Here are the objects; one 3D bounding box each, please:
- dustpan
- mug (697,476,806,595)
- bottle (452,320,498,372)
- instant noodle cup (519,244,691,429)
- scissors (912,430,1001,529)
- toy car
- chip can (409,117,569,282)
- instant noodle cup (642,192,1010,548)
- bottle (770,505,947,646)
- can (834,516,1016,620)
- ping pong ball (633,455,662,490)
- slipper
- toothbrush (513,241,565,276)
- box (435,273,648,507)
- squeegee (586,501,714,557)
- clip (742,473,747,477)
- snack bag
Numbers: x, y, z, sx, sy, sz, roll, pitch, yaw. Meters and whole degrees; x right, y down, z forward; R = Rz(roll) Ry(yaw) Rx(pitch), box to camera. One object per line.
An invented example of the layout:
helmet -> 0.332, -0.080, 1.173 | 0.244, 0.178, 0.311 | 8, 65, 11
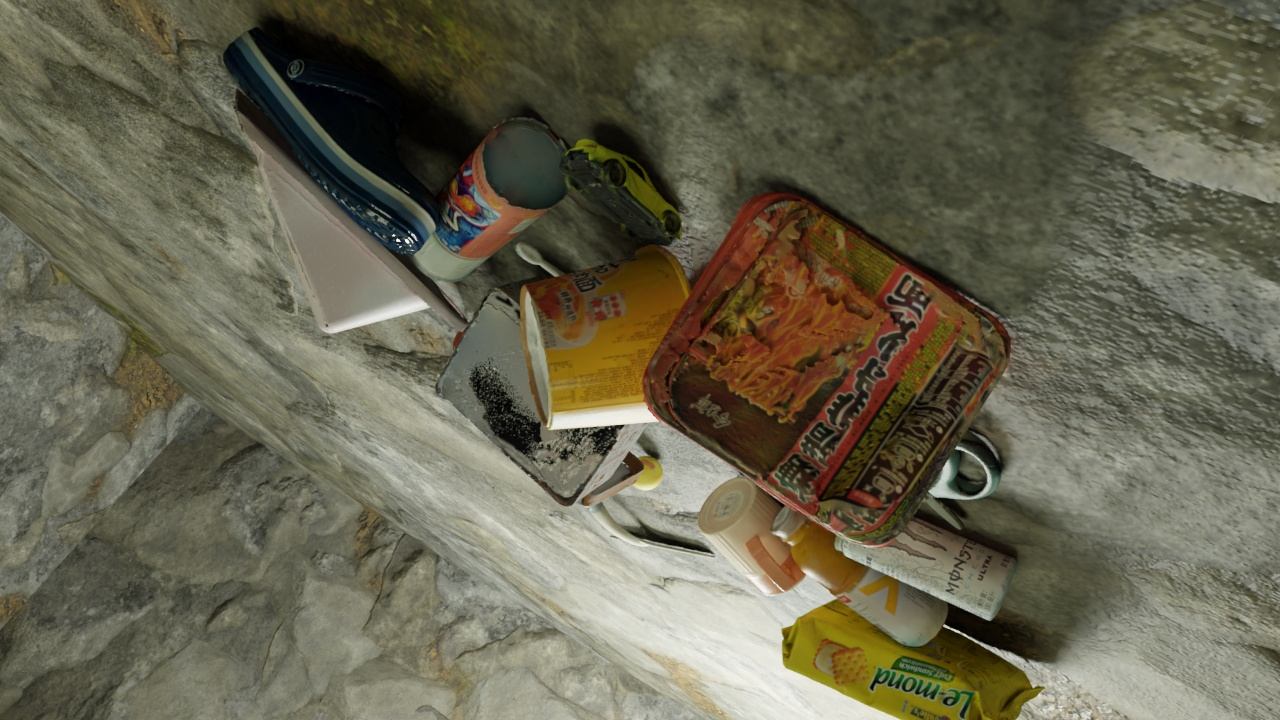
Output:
dustpan -> -0.268, -0.139, 0.867 | 0.222, 0.138, 0.274 | -136, 30, -57
mug -> 0.125, 0.191, 0.962 | 0.106, 0.082, 0.114 | 47, -171, -22
bottle -> -0.135, 0.035, 1.057 | 0.060, 0.059, 0.206 | 10, 147, 44
instant noodle cup -> -0.027, -0.011, 0.683 | 0.138, 0.109, 0.138 | 170, 91, -76
scissors -> 0.222, 0.083, 0.730 | 0.170, 0.019, 0.182 | 41, 155, -12
toy car -> -0.009, -0.116, 0.637 | 0.048, 0.032, 0.105 | 6, 156, 47
chip can -> -0.126, -0.120, 0.730 | 0.071, 0.071, 0.215 | 41, 155, -16
instant noodle cup -> 0.110, 0.005, 0.578 | 0.189, 0.164, 0.079 | 34, 180, 3
bottle -> 0.216, 0.210, 0.918 | 0.189, 0.067, 0.068 | 36, 157, -3
can -> 0.251, 0.173, 0.813 | 0.147, 0.058, 0.058 | 22, 154, 28
ping pong ball -> 0.006, 0.132, 1.079 | 0.040, 0.040, 0.040 | 28, 156, 14
slipper -> -0.233, -0.185, 0.735 | 0.253, 0.095, 0.105 | 45, 176, 20
toothbrush -> -0.017, -0.033, 0.767 | 0.221, 0.026, 0.026 | 36, 169, -26
box -> -0.064, 0.025, 0.877 | 0.181, 0.158, 0.207 | 39, -162, 15
squeegee -> -0.053, 0.211, 1.311 | 0.246, 0.039, 0.247 | 46, 154, -24
clip -> 0.105, 0.102, 0.925 | 0.039, 0.013, 0.056 | 11, 148, 44
snack bag -> 0.281, 0.318, 0.970 | 0.247, 0.068, 0.157 | 15, -172, 36
